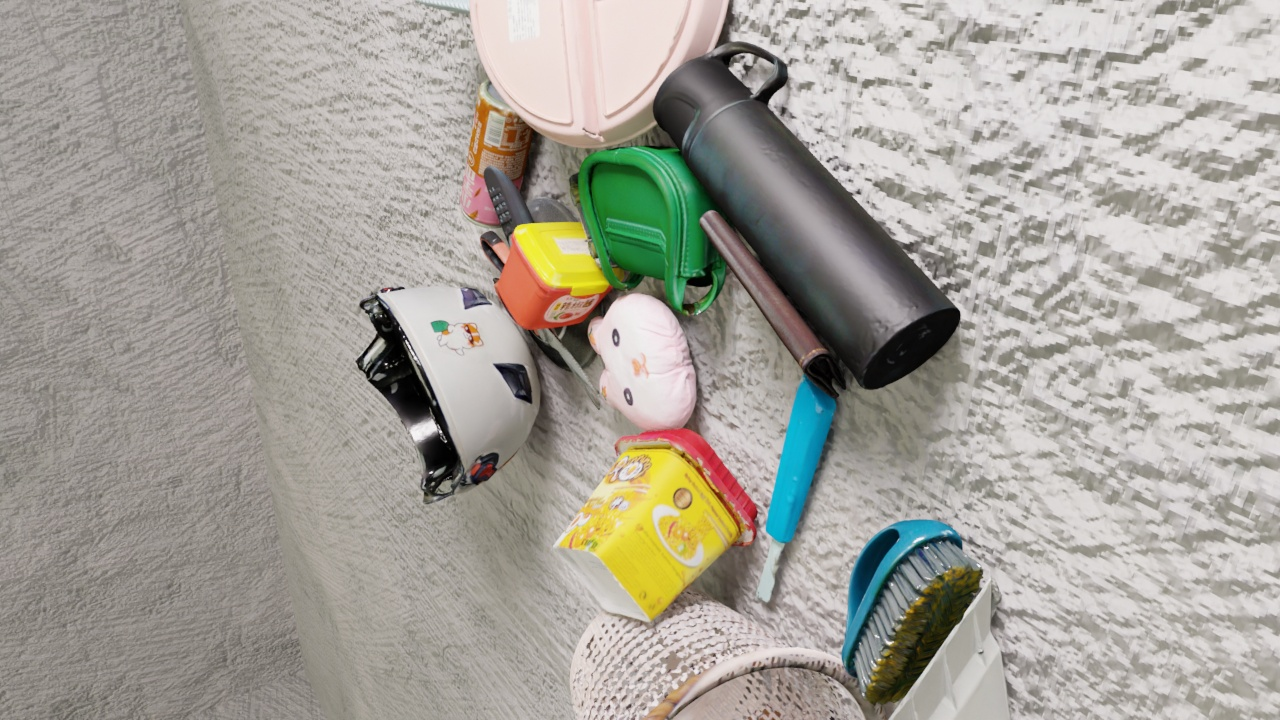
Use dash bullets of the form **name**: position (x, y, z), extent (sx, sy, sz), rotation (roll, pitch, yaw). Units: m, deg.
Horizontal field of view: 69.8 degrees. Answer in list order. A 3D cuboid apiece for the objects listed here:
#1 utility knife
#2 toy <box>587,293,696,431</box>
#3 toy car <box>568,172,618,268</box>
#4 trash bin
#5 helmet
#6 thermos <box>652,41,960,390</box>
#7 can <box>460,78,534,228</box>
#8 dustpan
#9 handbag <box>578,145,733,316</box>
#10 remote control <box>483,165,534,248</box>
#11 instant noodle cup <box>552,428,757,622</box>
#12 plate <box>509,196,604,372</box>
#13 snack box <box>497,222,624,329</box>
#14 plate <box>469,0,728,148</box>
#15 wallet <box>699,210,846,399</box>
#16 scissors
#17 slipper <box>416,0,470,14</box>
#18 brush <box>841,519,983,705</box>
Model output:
- **utility knife**: position (0.109, 0.105, 0.679), extent (0.034, 0.018, 0.217), rotation (-127, 36, -46)
- **toy**: position (-0.005, 0.005, 0.787), extent (0.160, 0.054, 0.121), rotation (-4, 99, 65)
- **toy car**: position (-0.031, -0.119, 0.780), extent (0.035, 0.042, 0.090), rotation (101, 150, -73)
- **trash bin**: position (0.042, 0.279, 0.703), extent (0.192, 0.227, 0.228), rotation (-148, 50, -65)
- **helmet**: position (-0.188, 0.021, 0.977), extent (0.230, 0.156, 0.275), rotation (59, 152, 14)
- **thermos**: position (0.098, -0.102, 0.562), extent (0.090, 0.068, 0.242), rotation (-51, 58, 31)
- **can**: position (-0.139, -0.201, 0.899), extent (0.058, 0.057, 0.148), rotation (56, 144, 28)
- **dustpan**: position (0.127, 0.288, 0.549), extent (0.143, 0.222, 0.258), rotation (-2, 112, 46)
- **handbag**: position (0.011, -0.101, 0.693), extent (0.131, 0.067, 0.120), rotation (20, 118, 52)
- **remote control**: position (-0.113, -0.122, 0.873), extent (0.053, 0.024, 0.136), rotation (2, 115, 65)
- **instant noodle cup**: position (0.008, 0.131, 0.722), extent (0.116, 0.123, 0.116), rotation (53, 152, -15)
- **plate**: position (-0.093, -0.073, 0.916), extent (0.179, 0.024, 0.180), rotation (32, 129, 49)
- **snack box**: position (-0.075, -0.075, 0.810), extent (0.082, 0.091, 0.080), rotation (58, 133, 23)
- **plate**: position (-0.040, -0.270, 0.657), extent (0.230, 0.028, 0.229), rotation (7, 103, 34)
- **wallet**: position (0.089, -0.036, 0.597), extent (0.122, 0.020, 0.096), rotation (58, -170, 25)
- **scissors**: position (-0.098, -0.034, 0.884), extent (0.202, 0.015, 0.204), rotation (66, 161, -10)
- **slipper**: position (-0.104, -0.331, 0.760), extent (0.246, 0.074, 0.104), rotation (15, 109, 36)
- **brush**: position (0.163, 0.153, 0.584), extent (0.073, 0.055, 0.144), rotation (-117, 29, -47)
